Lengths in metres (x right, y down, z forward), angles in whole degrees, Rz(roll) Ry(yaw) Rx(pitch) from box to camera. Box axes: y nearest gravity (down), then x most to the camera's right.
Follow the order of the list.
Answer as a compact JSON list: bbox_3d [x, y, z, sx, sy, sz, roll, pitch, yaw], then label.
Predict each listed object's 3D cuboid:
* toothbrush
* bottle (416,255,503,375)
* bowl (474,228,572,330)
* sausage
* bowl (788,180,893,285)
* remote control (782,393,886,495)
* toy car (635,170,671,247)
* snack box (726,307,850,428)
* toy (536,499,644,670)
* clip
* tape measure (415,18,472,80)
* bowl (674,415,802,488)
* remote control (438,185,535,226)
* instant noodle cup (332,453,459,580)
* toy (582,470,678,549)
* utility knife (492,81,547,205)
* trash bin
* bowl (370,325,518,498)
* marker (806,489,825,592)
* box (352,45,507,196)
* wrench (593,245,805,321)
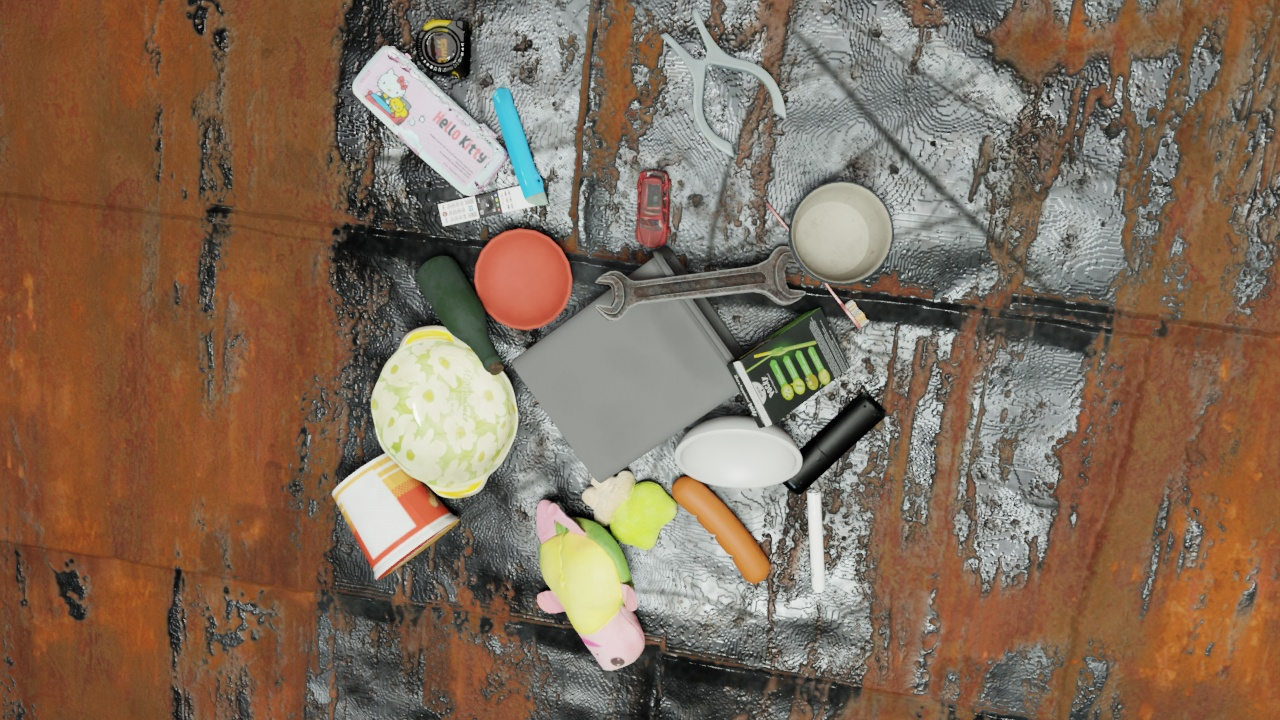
[{"bbox_3d":[0.206,-0.113,1.075,0.016,0.015,0.184,-38,91,11],"label":"toothbrush"},{"bbox_3d":[-0.209,-0.050,1.094,0.055,0.055,0.174,-44,60,14],"label":"bottle"},{"bbox_3d":[-0.140,-0.100,1.123,0.122,0.035,0.122,2,101,9],"label":"bowl"},{"bbox_3d":[0.102,0.208,1.138,0.164,0.039,0.045,49,123,-2],"label":"sausage"},{"bbox_3d":[0.220,-0.140,1.037,0.115,0.059,0.115,0,90,-1],"label":"bowl"},{"bbox_3d":[0.229,0.103,1.108,0.041,0.020,0.152,43,104,-2],"label":"remote control"},{"bbox_3d":[0.015,-0.179,1.085,0.042,0.036,0.091,4,106,8],"label":"toy car"},{"bbox_3d":[0.171,0.007,1.044,0.025,0.147,0.080,-21,99,54],"label":"snack box"},{"bbox_3d":[-0.063,0.280,1.152,0.191,0.087,0.238,-21,97,41],"label":"toy"},{"bbox_3d":[0.070,-0.301,1.055,0.172,0.029,0.143,45,103,0],"label":"clip"},{"bbox_3d":[-0.233,-0.369,1.089,0.062,0.038,0.067,4,104,0],"label":"tape measure"},{"bbox_3d":[0.116,0.101,1.087,0.150,0.150,0.043,0,57,9],"label":"bowl"},{"bbox_3d":[-0.187,-0.191,1.126,0.124,0.011,0.028,-10,99,11],"label":"remote control"},{"bbox_3d":[-0.318,0.192,1.171,0.123,0.123,0.121,-39,85,14],"label":"instant noodle cup"},{"bbox_3d":[-0.016,0.183,1.149,0.115,0.046,0.092,31,106,-3],"label":"toy"},{"bbox_3d":[-0.146,-0.258,1.100,0.031,0.015,0.158,-17,90,15],"label":"utility knife"},{"bbox_3d":[-0.006,0.006,1.091,0.220,0.097,0.192,-35,93,15],"label":"trash bin"},{"bbox_3d":[-0.239,0.060,1.158,0.188,0.060,0.219,-8,99,10],"label":"bowl"},{"bbox_3d":[0.218,0.224,1.132,0.017,0.020,0.133,-7,100,-12],"label":"marker"},{"bbox_3d":[-0.251,-0.288,1.101,0.202,0.044,0.086,43,102,1],"label":"box"},{"bbox_3d":[0.072,-0.084,1.021,0.272,0.010,0.070,-9,81,-25],"label":"wrench"}]
